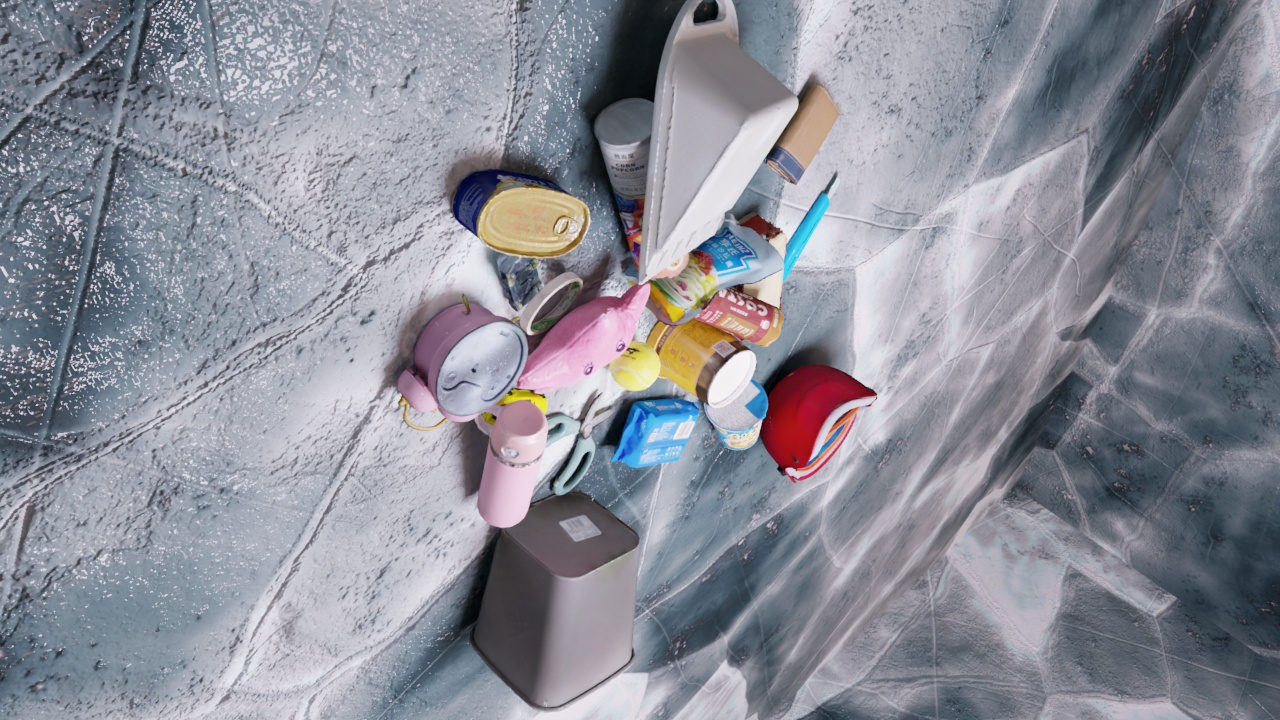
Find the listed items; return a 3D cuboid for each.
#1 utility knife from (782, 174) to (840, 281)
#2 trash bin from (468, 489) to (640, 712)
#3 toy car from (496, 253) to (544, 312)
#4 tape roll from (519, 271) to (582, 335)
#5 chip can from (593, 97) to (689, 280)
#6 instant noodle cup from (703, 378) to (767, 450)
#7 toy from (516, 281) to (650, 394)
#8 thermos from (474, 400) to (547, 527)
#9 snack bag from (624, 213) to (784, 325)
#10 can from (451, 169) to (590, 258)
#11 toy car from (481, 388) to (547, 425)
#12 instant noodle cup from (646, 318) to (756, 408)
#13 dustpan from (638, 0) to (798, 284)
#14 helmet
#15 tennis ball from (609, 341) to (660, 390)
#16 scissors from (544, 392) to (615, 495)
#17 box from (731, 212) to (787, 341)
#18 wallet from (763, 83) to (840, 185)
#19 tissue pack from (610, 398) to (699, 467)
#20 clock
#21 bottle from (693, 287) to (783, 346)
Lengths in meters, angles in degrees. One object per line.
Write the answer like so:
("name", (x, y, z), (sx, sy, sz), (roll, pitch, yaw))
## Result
("utility knife", (0.246, -0.194, 1.353), (0.034, 0.018, 0.179), (15, 109, -55))
("trash bin", (-0.109, 0.322, 1.280), (0.198, 0.199, 0.220), (-17, 128, -44))
("toy car", (-0.130, -0.087, 0.978), (0.043, 0.034, 0.091), (-46, 162, -15))
("tape roll", (-0.100, -0.064, 1.030), (0.085, 0.014, 0.086), (-44, 168, -12))
("chip can", (0.006, -0.183, 1.016), (0.071, 0.071, 0.215), (-41, 147, -16))
("instant noodle cup", (0.153, 0.091, 1.460), (0.099, 0.099, 0.110), (-42, 155, -15))
("toy", (-0.066, -0.022, 1.062), (0.194, 0.074, 0.179), (-37, 173, -22))
("thermos", (-0.162, 0.121, 1.090), (0.199, 0.087, 0.067), (109, 3, -51))
("snack bag", (0.081, -0.117, 1.140), (0.190, 0.110, 0.039), (-32, 149, -27))
("can", (-0.117, -0.147, 0.918), (0.147, 0.049, 0.075), (-2, 124, -51))
("toy car", (-0.148, 0.061, 1.105), (0.105, 0.032, 0.048), (7, 116, -55))
("instant noodle cup", (0.085, -0.004, 1.252), (0.118, 0.114, 0.119), (-31, 142, -29))
("dustpan", (0.058, -0.248, 0.986), (0.258, 0.142, 0.222), (-53, 172, 35))
("helmet", (0.289, 0.099, 1.588), (0.206, 0.144, 0.240), (-43, 161, -12))
("tennis ball", (-0.007, 0.007, 1.194), (0.065, 0.065, 0.066), (-32, 143, -28))
("scissors", (-0.102, 0.124, 1.239), (0.169, 0.019, 0.180), (-26, 139, -36))
("box", (0.156, -0.110, 1.268), (0.091, 0.077, 0.169), (-35, 145, -24))
("wallet", (0.213, -0.294, 1.199), (0.115, 0.033, 0.090), (-58, 150, 8))
("tissue pack", (0.021, 0.103, 1.338), (0.156, 0.052, 0.095), (-2, 122, -51))
("clock", (-0.193, 0.011, 0.975), (0.158, 0.060, 0.117), (-57, 149, 6))
("bottle", (0.103, -0.072, 1.198), (0.174, 0.057, 0.057), (21, 108, -24))
